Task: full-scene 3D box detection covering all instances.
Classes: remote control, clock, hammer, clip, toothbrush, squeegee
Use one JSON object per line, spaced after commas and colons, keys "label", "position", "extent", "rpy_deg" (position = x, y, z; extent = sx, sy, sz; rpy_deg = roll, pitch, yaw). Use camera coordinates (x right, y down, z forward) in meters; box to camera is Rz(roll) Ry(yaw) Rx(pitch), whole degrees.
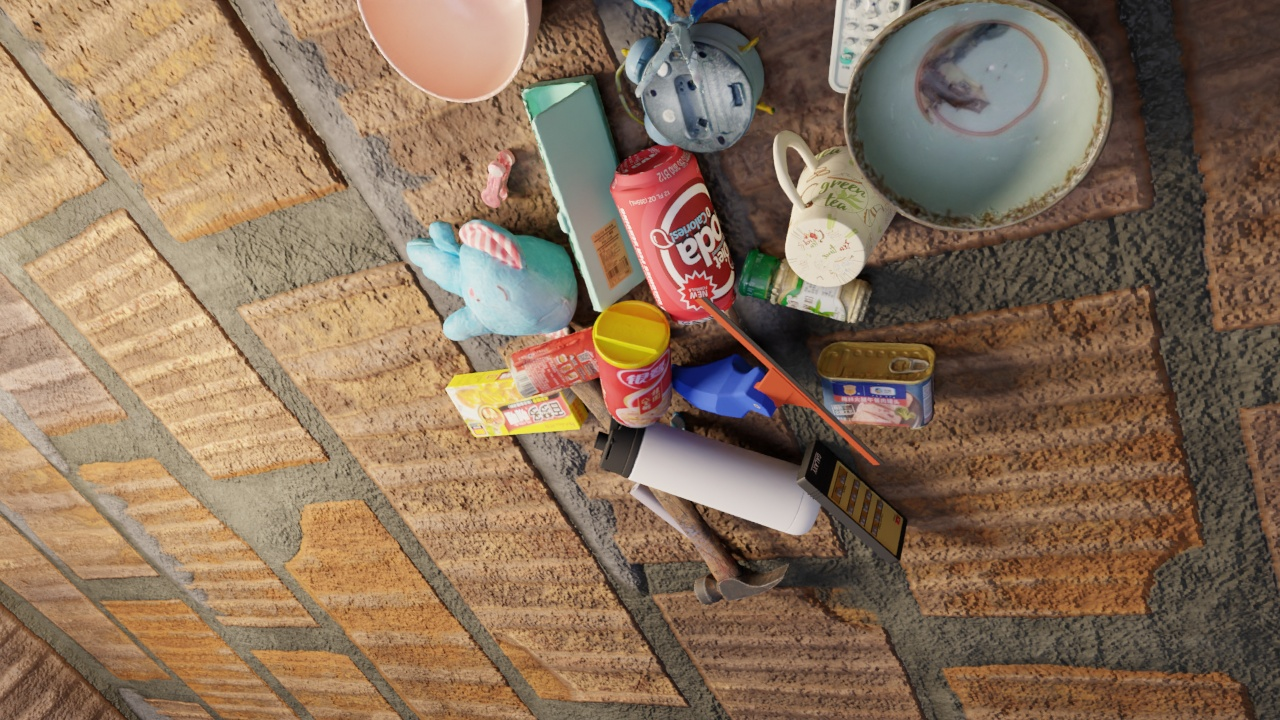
{"label": "remote control", "position": [0.211, 0.140, 0.908], "extent": [0.133, 0.058, 0.013], "rpy_deg": [40, 133, -11]}
{"label": "clock", "position": [0.037, -0.208, 0.702], "extent": [0.125, 0.051, 0.089], "rpy_deg": [1, 132, 28]}
{"label": "hammer", "position": [0.029, 0.129, 0.989], "extent": [0.120, 0.033, 0.330], "rpy_deg": [-26, 107, 36]}
{"label": "clip", "position": [-0.129, -0.169, 0.842], "extent": [0.023, 0.043, 0.060], "rpy_deg": [30, 162, 4]}
{"label": "toothbrush", "position": [0.059, 0.109, 0.984], "extent": [0.021, 0.016, 0.132], "rpy_deg": [2, 129, 39]}
{"label": "toothbrush", "position": [0.066, 0.201, 1.057], "extent": [0.188, 0.018, 0.019], "rpy_deg": [38, 132, -8]}
{"label": "squeegee", "position": [0.080, 0.024, 0.838], "extent": [0.249, 0.055, 0.185], "rpy_deg": [40, 166, -28]}
{"label": "remote control", "position": [0.161, -0.248, 0.630], "extent": [0.050, 0.022, 0.133], "rpy_deg": [12, 132, 17]}

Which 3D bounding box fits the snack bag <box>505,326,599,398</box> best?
{"label": "snack bag", "position": [-0.050, -0.003, 0.902], "extent": [0.155, 0.044, 0.087], "rpy_deg": [-16, 147, 13]}

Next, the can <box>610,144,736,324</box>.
{"label": "can", "position": [0.030, -0.106, 0.777], "extent": [0.075, 0.074, 0.142], "rpy_deg": [-5, 125, 29]}

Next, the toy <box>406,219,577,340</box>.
{"label": "toy", "position": [-0.148, -0.070, 0.868], "extent": [0.181, 0.114, 0.183], "rpy_deg": [12, 158, 23]}

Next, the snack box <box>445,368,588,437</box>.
{"label": "snack box", "position": [-0.138, 0.046, 1.020], "extent": [0.153, 0.025, 0.075], "rpy_deg": [-7, 124, 30]}

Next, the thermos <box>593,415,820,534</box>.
{"label": "thermos", "position": [0.070, 0.095, 0.923], "extent": [0.230, 0.068, 0.101], "rpy_deg": [18, 91, -2]}

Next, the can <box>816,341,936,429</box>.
{"label": "can", "position": [0.210, 0.022, 0.813], "extent": [0.100, 0.053, 0.059], "rpy_deg": [2, 129, 25]}

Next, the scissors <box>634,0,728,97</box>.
{"label": "scissors", "position": [0.037, -0.243, 0.649], "extent": [0.117, 0.130, 0.014], "rpy_deg": [-18, 156, 12]}

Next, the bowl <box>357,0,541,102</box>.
{"label": "bowl", "position": [-0.136, -0.285, 0.706], "extent": [0.153, 0.075, 0.153], "rpy_deg": [14, 131, 16]}

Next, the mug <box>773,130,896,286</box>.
{"label": "mug", "position": [0.139, -0.122, 0.695], "extent": [0.081, 0.097, 0.122], "rpy_deg": [-22, 116, 37]}

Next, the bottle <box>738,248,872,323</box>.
{"label": "bottle", "position": [0.141, -0.063, 0.784], "extent": [0.110, 0.042, 0.043], "rpy_deg": [16, 133, 11]}

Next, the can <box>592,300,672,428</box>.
{"label": "can", "position": [-0.005, 0.005, 0.838], "extent": [0.067, 0.066, 0.124], "rpy_deg": [17, 152, 13]}

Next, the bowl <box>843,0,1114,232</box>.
{"label": "bowl", "position": [0.223, -0.177, 0.610], "extent": [0.160, 0.093, 0.160], "rpy_deg": [13, 132, 15]}

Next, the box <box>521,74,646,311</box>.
{"label": "box", "position": [-0.054, -0.136, 0.782], "extent": [0.077, 0.091, 0.188], "rpy_deg": [1, 128, 24]}
